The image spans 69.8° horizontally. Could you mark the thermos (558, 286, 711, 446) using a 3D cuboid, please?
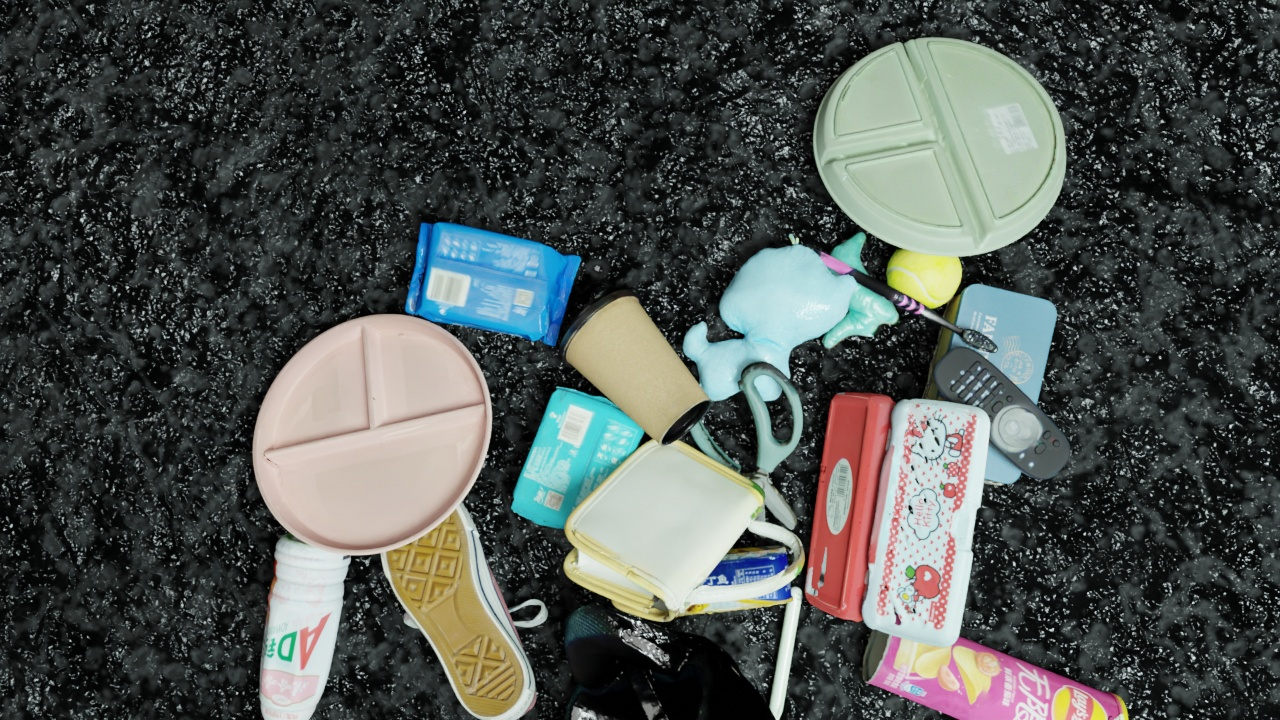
[{"bbox_3d":[-0.005,0.005,0.825,0.093,0.093,0.143,-43,71,0],"label":"thermos"}]

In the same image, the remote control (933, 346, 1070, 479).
[{"bbox_3d":[0.307,0.045,0.786,0.053,0.024,0.136,-44,86,-2],"label":"remote control"}]

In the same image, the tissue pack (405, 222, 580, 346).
[{"bbox_3d":[-0.141,-0.073,0.870,0.157,0.052,0.095,12,89,4],"label":"tissue pack"}]

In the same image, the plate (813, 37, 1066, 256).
[{"bbox_3d":[0.273,-0.202,0.834,0.230,0.027,0.229,-1,70,2],"label":"plate"}]

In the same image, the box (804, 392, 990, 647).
[{"bbox_3d":[0.213,0.130,0.793,0.160,0.063,0.201,6,86,49],"label":"box"}]

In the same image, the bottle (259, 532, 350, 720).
[{"bbox_3d":[-0.317,0.262,0.853,0.068,0.068,0.197,9,90,4],"label":"bottle"}]

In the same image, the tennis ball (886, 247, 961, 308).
[{"bbox_3d":[0.259,-0.079,0.838,0.065,0.065,0.065,0,86,3],"label":"tennis ball"}]

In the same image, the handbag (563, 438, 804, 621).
[{"bbox_3d":[0.043,0.157,0.779,0.179,0.162,0.063,24,131,25],"label":"handbag"}]

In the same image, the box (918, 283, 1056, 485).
[{"bbox_3d":[0.311,0.017,0.831,0.090,0.063,0.184,12,89,4],"label":"box"}]

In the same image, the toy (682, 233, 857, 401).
[{"bbox_3d":[0.118,-0.040,0.851,0.161,0.049,0.156,0,91,17],"label":"toy"}]

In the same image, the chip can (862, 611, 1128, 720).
[{"bbox_3d":[0.307,0.290,0.808,0.210,0.071,0.071,20,87,5],"label":"chip can"}]

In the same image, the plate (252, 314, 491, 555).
[{"bbox_3d":[-0.247,0.067,0.853,0.229,0.028,0.229,-3,70,7],"label":"plate"}]

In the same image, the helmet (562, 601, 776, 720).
[{"bbox_3d":[0.011,0.339,0.733,0.230,0.276,0.232,34,50,-16],"label":"helmet"}]

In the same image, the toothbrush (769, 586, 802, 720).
[{"bbox_3d":[0.126,0.303,0.845,0.029,0.020,0.189,14,86,-26],"label":"toothbrush"}]

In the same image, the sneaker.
[{"bbox_3d":[-0.161,0.220,0.836,0.118,0.088,0.241,-31,62,-7],"label":"sneaker"}]

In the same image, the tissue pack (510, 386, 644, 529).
[{"bbox_3d":[-0.057,0.097,0.854,0.093,0.050,0.133,21,88,3],"label":"tissue pack"}]

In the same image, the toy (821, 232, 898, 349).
[{"bbox_3d":[0.197,-0.059,0.860,0.096,0.030,0.092,-40,82,6],"label":"toy"}]

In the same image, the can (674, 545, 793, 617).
[{"bbox_3d":[0.061,0.199,0.829,0.148,0.074,0.049,-6,82,3],"label":"can"}]

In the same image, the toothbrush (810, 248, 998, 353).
[{"bbox_3d":[0.230,-0.055,0.818,0.189,0.017,0.014,32,99,21],"label":"toothbrush"}]

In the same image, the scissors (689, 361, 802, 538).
[{"bbox_3d":[0.105,0.077,0.840,0.176,0.019,0.172,47,112,4],"label":"scissors"}]
